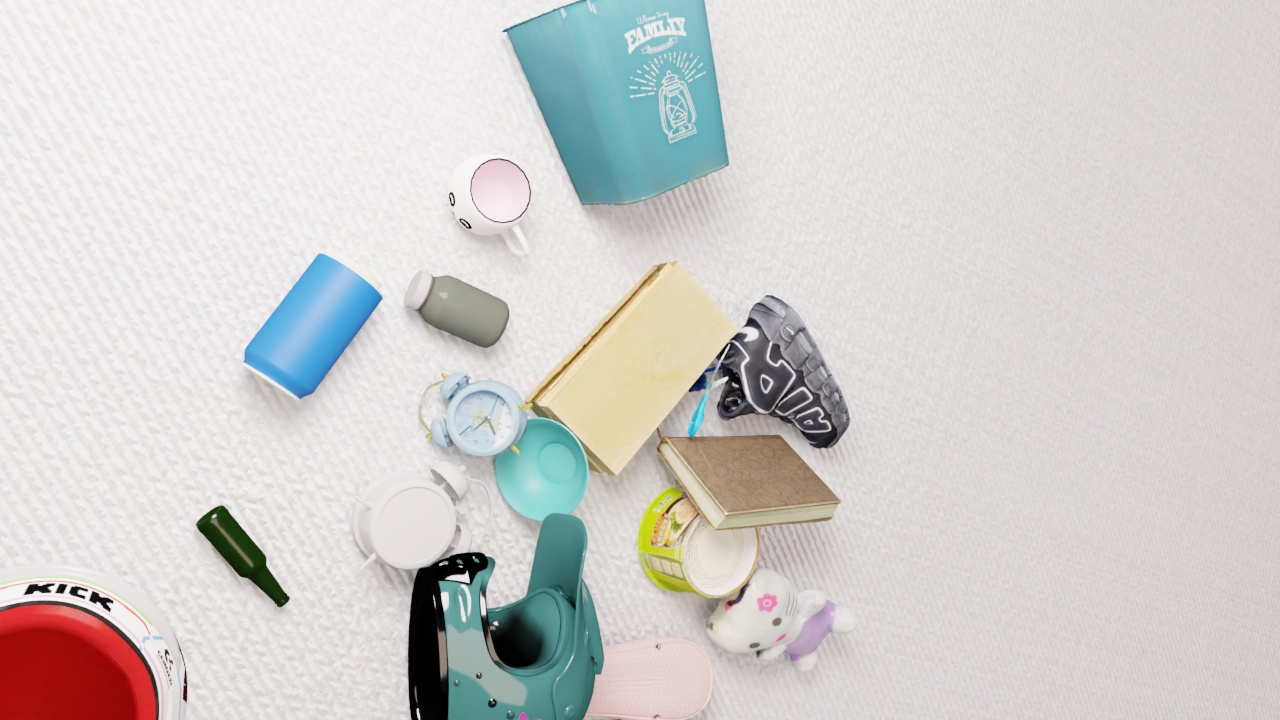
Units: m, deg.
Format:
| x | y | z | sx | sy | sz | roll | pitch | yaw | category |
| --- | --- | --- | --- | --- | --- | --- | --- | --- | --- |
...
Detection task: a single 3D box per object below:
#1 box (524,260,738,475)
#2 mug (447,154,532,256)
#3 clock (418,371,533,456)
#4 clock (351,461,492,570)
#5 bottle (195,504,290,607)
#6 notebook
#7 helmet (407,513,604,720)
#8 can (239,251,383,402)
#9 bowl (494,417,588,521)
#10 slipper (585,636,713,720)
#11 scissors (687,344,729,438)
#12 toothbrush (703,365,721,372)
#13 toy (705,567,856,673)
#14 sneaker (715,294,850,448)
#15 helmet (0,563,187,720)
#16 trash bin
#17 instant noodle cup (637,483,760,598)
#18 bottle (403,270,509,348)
| x | y | z | sx | sy | sz | roll | pitch | yaw | category |
| --- | --- | --- | --- | --- | --- | --- | --- | --- | --- |
| -0.006 | 0.007 | 1.123 | 0.248 | 0.092 | 0.128 | -48 | 116 | -20 | box |
| -0.162 | -0.171 | 1.032 | 0.090 | 0.076 | 0.124 | -35 | 108 | -23 | mug |
| -0.187 | 0.062 | 1.033 | 0.124 | 0.051 | 0.089 | 15 | 91 | -1 | clock |
| -0.241 | 0.174 | 1.018 | 0.159 | 0.061 | 0.120 | -6 | 95 | -33 | clock |
| -0.403 | 0.204 | 0.940 | 0.033 | 0.033 | 0.123 | -40 | 110 | -22 | bottle |
| 0.127 | 0.136 | 1.178 | 0.215 | 0.190 | 0.035 | 2 | 126 | -38 | notebook |
| -0.138 | 0.312 | 1.003 | 0.200 | 0.176 | 0.275 | -2 | 101 | -27 | helmet |
| -0.335 | -0.036 | 0.941 | 0.079 | 0.079 | 0.146 | 39 | 74 | -24 | can |
| -0.107 | 0.125 | 1.078 | 0.046 | 0.121 | 0.121 | -11 | 100 | -68 | bowl |
| -0.010 | 0.398 | 1.153 | 0.221 | 0.056 | 0.107 | 5 | 89 | -18 | slipper |
| 0.082 | 0.032 | 1.154 | 0.014 | 0.127 | 0.127 | 19 | 109 | -12 | scissors |
| 0.134 | 0.005 | 1.241 | 0.186 | 0.016 | 0.011 | -14 | 101 | -26 | toothbrush |
| 0.187 | 0.344 | 1.235 | 0.209 | 0.085 | 0.138 | 27 | 113 | -34 | toy |
| 0.176 | 0.050 | 1.220 | 0.150 | 0.097 | 0.252 | -35 | 119 | -8 | sneaker |
| -0.510 | 0.300 | 0.767 | 0.230 | 0.236 | 0.314 | 18 | 91 | -25 | helmet |
| -0.015 | -0.307 | 1.053 | 0.196 | 0.199 | 0.219 | -27 | 111 | -25 | trash bin |
| 0.079 | 0.233 | 1.170 | 0.146 | 0.098 | 0.146 | -1 | 92 | -29 | instant noodle cup |
| -0.205 | -0.059 | 1.023 | 0.108 | 0.060 | 0.060 | 25 | 80 | -27 | bottle |
